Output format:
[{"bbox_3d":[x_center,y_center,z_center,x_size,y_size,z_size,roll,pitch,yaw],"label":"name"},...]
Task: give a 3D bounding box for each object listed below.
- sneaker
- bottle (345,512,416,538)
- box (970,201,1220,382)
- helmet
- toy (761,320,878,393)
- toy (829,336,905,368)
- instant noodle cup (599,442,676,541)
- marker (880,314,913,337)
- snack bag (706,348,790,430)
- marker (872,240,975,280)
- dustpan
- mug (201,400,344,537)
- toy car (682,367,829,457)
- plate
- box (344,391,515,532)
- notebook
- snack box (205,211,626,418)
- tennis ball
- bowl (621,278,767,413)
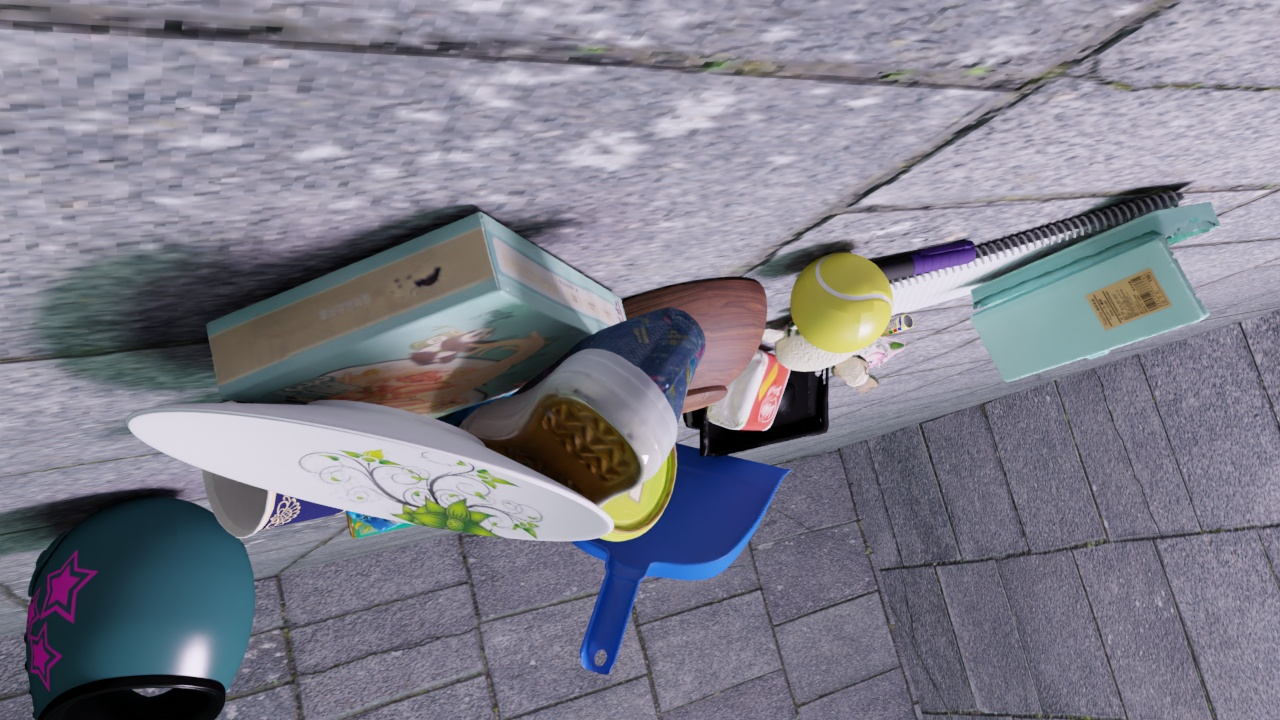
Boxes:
[{"bbox_3d":[-0.032,0.034,0.500,0.079,0.087,0.236,-47,-172,-27],"label":"sneaker"},{"bbox_3d":[-0.236,0.151,1.067,0.209,0.068,0.068,-11,169,-18],"label":"bottle"},{"bbox_3d":[0.353,-0.044,0.716,0.077,0.093,0.189,-10,171,-26],"label":"box"},{"bbox_3d":[-0.458,0.232,0.833,0.176,0.200,0.276,13,138,-36],"label":"helmet"},{"bbox_3d":[0.153,-0.013,0.776,0.112,0.050,0.087,20,153,-23],"label":"toy"},{"bbox_3d":[0.198,-0.010,0.846,0.108,0.041,0.096,4,174,-42],"label":"toy"},{"bbox_3d":[-0.047,0.089,0.824,0.098,0.146,0.146,-10,175,41],"label":"instant noodle cup"},{"bbox_3d":[0.213,-0.022,0.903,0.014,0.014,0.133,-7,171,-33],"label":"marker"},{"bbox_3d":[0.104,0.027,0.862,0.036,0.077,0.115,20,-177,23],"label":"snack bag"},{"bbox_3d":[0.177,-0.066,0.649,0.133,0.015,0.018,-12,141,-12],"label":"marker"},{"bbox_3d":[-0.001,0.176,0.882,0.246,0.257,0.060,12,149,12],"label":"dustpan"},{"bbox_3d":[-0.236,0.062,0.615,0.112,0.086,0.089,22,-163,36],"label":"mug"},{"bbox_3d":[0.115,0.040,0.975,0.191,0.094,0.071,-8,-167,-38],"label":"toy car"},{"bbox_3d":[-0.124,0.048,0.451,0.229,0.030,0.230,9,160,3],"label":"plate"},{"bbox_3d":[-0.197,0.063,0.756,0.115,0.093,0.244,36,145,-20],"label":"box"},{"bbox_3d":[0.292,-0.075,0.760,0.246,0.013,0.178,-16,170,10],"label":"notebook"},{"bbox_3d":[-0.099,-0.012,0.480,0.142,0.044,0.193,-18,168,14],"label":"snack box"},{"bbox_3d":[0.130,-0.037,0.596,0.065,0.065,0.065,-14,169,-3],"label":"tennis ball"},{"bbox_3d":[0.024,0.001,0.642,0.147,0.069,0.147,-14,169,-3],"label":"bowl"}]
